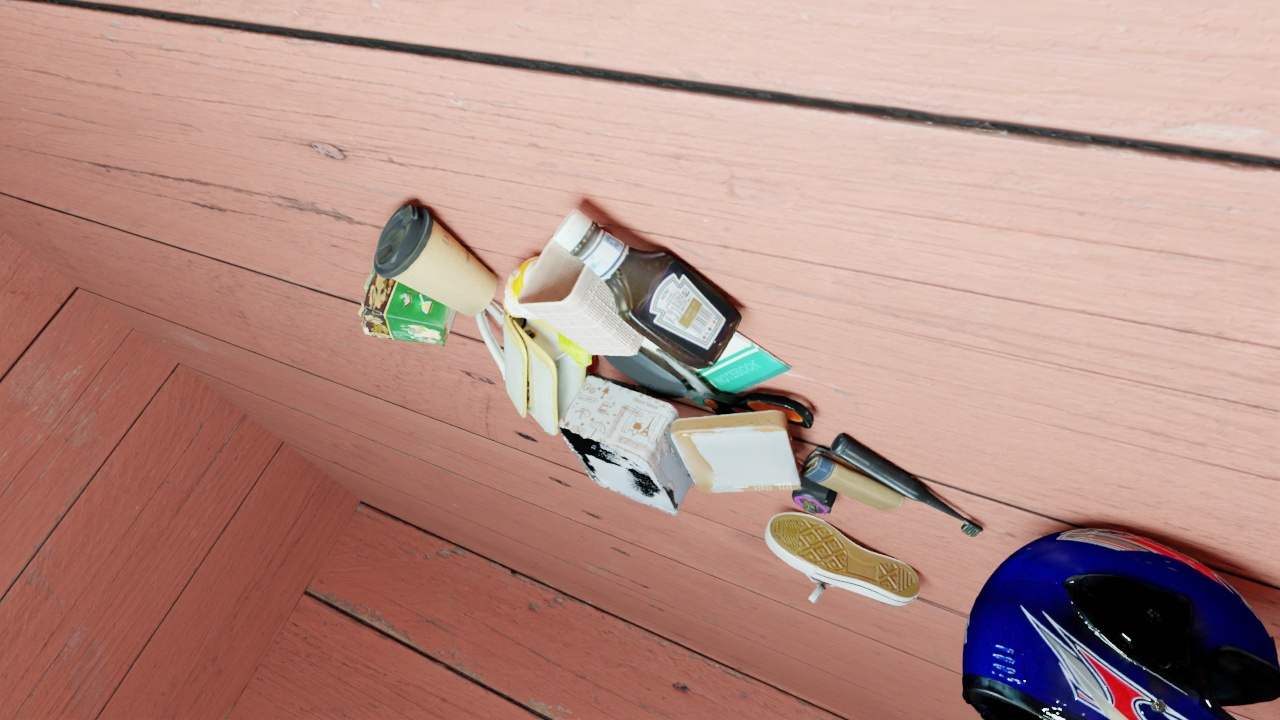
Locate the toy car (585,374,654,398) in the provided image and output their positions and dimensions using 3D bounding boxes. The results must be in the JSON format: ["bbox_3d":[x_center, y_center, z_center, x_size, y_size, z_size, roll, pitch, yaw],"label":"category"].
[{"bbox_3d":[-0.036,0.056,1.233,0.121,0.054,0.037,17,154,26],"label":"toy car"}]

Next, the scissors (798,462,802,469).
[{"bbox_3d":[0.157,0.122,1.213,0.137,0.017,0.073,11,162,45],"label":"scissors"}]

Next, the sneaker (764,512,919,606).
[{"bbox_3d":[0.286,0.305,1.350,0.241,0.118,0.088,23,138,-3],"label":"sneaker"}]

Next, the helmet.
[{"bbox_3d":[0.491,0.303,0.904,0.316,0.240,0.247,29,161,29],"label":"helmet"}]

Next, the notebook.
[{"bbox_3d":[0.059,-0.006,1.046,0.150,0.012,0.210,32,158,-12],"label":"notebook"}]

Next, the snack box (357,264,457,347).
[{"bbox_3d":[-0.285,-0.082,1.169,0.105,0.117,0.118,17,162,-5],"label":"snack box"}]

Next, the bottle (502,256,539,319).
[{"bbox_3d":[-0.122,-0.076,1.030,0.063,0.063,0.109,34,157,-16],"label":"bottle"}]

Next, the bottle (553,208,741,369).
[{"bbox_3d":[0.004,-0.072,0.873,0.195,0.079,0.044,36,162,-16],"label":"bottle"}]

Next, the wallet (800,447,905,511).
[{"bbox_3d":[0.257,0.149,1.122,0.115,0.033,0.090,26,167,4],"label":"wallet"}]

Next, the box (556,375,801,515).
[{"bbox_3d":[0.053,0.110,1.097,0.260,0.110,0.179,17,155,25],"label":"box"}]

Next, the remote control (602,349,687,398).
[{"bbox_3d":[-0.006,0.006,1.078,0.136,0.024,0.053,35,155,6],"label":"remote control"}]

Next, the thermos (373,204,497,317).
[{"bbox_3d":[-0.237,-0.112,1.066,0.093,0.093,0.143,4,156,45],"label":"thermos"}]

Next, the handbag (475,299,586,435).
[{"bbox_3d":[-0.155,-0.001,1.193,0.179,0.063,0.164,36,146,22],"label":"handbag"}]

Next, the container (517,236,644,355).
[{"bbox_3d":[-0.047,-0.064,0.940,0.090,0.089,0.111,2,149,48],"label":"container"}]

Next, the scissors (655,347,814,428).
[{"bbox_3d":[0.107,0.054,1.089,0.235,0.021,0.221,7,147,40],"label":"scissors"}]

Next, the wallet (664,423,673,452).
[{"bbox_3d":[0.029,0.097,1.294,0.115,0.024,0.087,34,162,-13],"label":"wallet"}]

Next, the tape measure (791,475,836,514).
[{"bbox_3d":[0.229,0.179,1.215,0.057,0.039,0.058,16,155,27],"label":"tape measure"}]

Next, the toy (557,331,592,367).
[{"bbox_3d":[-0.066,-0.035,1.061,0.096,0.031,0.100,43,136,29],"label":"toy"}]

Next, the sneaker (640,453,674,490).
[{"bbox_3d":[-0.063,0.114,1.346,0.242,0.090,0.090,37,156,-19],"label":"sneaker"}]

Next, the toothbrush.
[{"bbox_3d":[0.313,0.149,1.069,0.212,0.027,0.026,32,-157,-10],"label":"toothbrush"}]

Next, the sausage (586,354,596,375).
[{"bbox_3d":[-0.066,-0.016,1.158,0.020,0.020,0.156,24,158,10],"label":"sausage"}]
